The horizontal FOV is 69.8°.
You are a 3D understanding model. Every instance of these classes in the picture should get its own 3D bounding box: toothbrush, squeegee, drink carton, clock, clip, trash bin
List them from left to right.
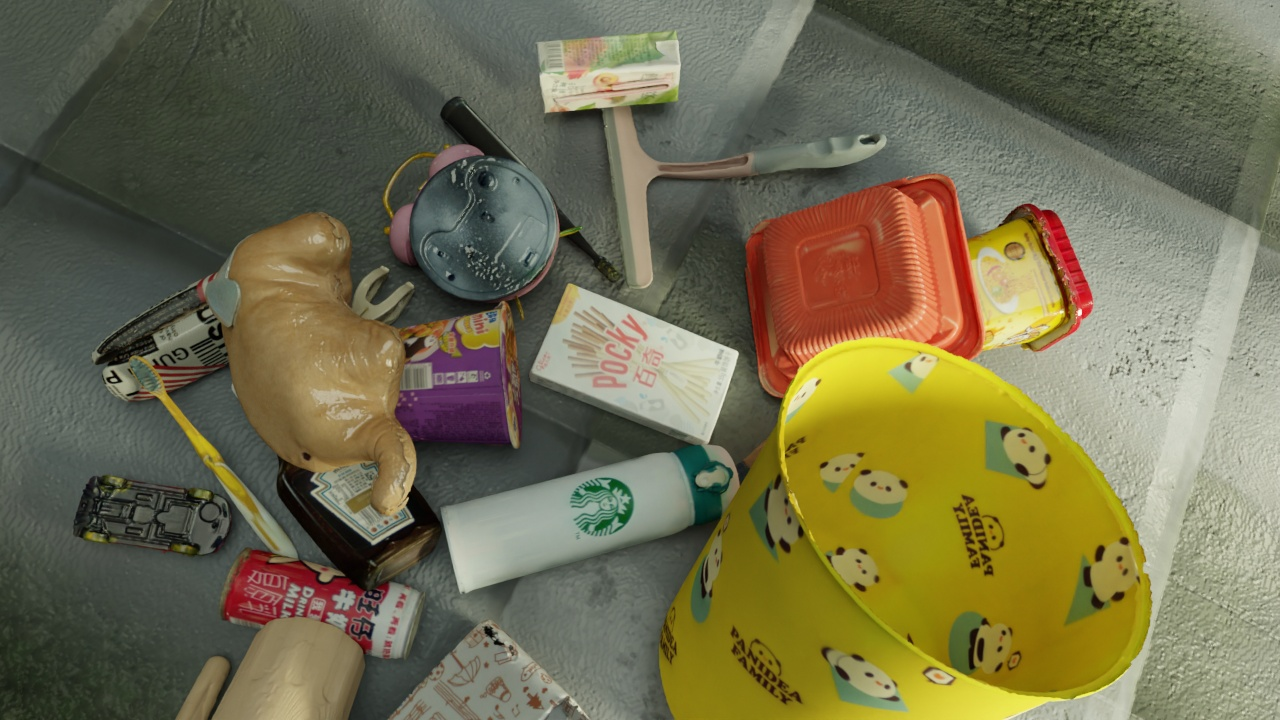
[{"bbox_3d":[-0.309,0.076,0.668,0.016,0.018,0.191,-36,102,-14],"label":"toothbrush"},{"bbox_3d":[-0.221,-0.034,0.728,0.034,0.062,0.096,34,61,1],"label":"clip"},{"bbox_3d":[-0.138,-0.112,0.746,0.158,0.060,0.117,33,86,4],"label":"clock"},{"bbox_3d":[-0.093,-0.144,0.789,0.026,0.027,0.212,-44,84,9],"label":"toothbrush"},{"bbox_3d":[-0.027,-0.248,0.794,0.122,0.054,0.045,-5,69,-3],"label":"drink carton"},{"bbox_3d":[0.094,-0.178,0.818,0.249,0.040,0.247,-6,67,-3],"label":"squeegee"},{"bbox_3d":[0.141,0.154,0.595,0.229,0.256,0.229,13,46,-14],"label":"trash bin"}]

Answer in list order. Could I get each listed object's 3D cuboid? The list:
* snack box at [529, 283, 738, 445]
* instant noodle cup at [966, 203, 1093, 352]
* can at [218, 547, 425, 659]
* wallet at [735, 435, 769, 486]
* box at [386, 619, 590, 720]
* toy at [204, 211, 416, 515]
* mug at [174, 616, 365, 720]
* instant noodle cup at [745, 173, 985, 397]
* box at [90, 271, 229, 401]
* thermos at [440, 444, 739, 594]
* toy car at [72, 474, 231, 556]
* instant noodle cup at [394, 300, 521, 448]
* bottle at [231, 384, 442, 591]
[{"bbox_3d":[-0.005,0.004,0.762,0.157,0.027,0.084,22,72,-3],"label":"snack box"},{"bbox_3d":[0.296,-0.058,0.789,0.123,0.116,0.116,-16,77,-2],"label":"instant noodle cup"},{"bbox_3d":[-0.227,0.176,0.662,0.132,0.053,0.053,15,72,-5],"label":"can"},{"bbox_3d":[0.138,0.092,0.758,0.115,0.033,0.090,-41,83,-21],"label":"wallet"},{"bbox_3d":[-0.082,0.312,0.590,0.192,0.156,0.182,36,71,26],"label":"box"},{"bbox_3d":[-0.217,0.012,0.627,0.082,0.144,0.226,-11,68,-54],"label":"toy"},{"bbox_3d":[-0.256,0.239,0.611,0.125,0.084,0.103,-9,35,12],"label":"mug"},{"bbox_3d":[0.168,-0.064,0.742,0.189,0.079,0.164,-15,72,26],"label":"instant noodle cup"},{"bbox_3d":[-0.339,-0.040,0.700,0.163,0.075,0.081,-31,72,-13],"label":"box"},{"bbox_3d":[-0.035,0.115,0.700,0.224,0.073,0.073,-13,77,-12],"label":"thermos"},{"bbox_3d":[-0.354,0.115,0.671,0.106,0.031,0.049,9,74,-5],"label":"toy car"},{"bbox_3d":[-0.144,0.016,0.700,0.099,0.112,0.111,-5,75,-1],"label":"instant noodle cup"},{"bbox_3d":[-0.233,0.078,0.679,0.195,0.044,0.079,44,43,16],"label":"bottle"}]
